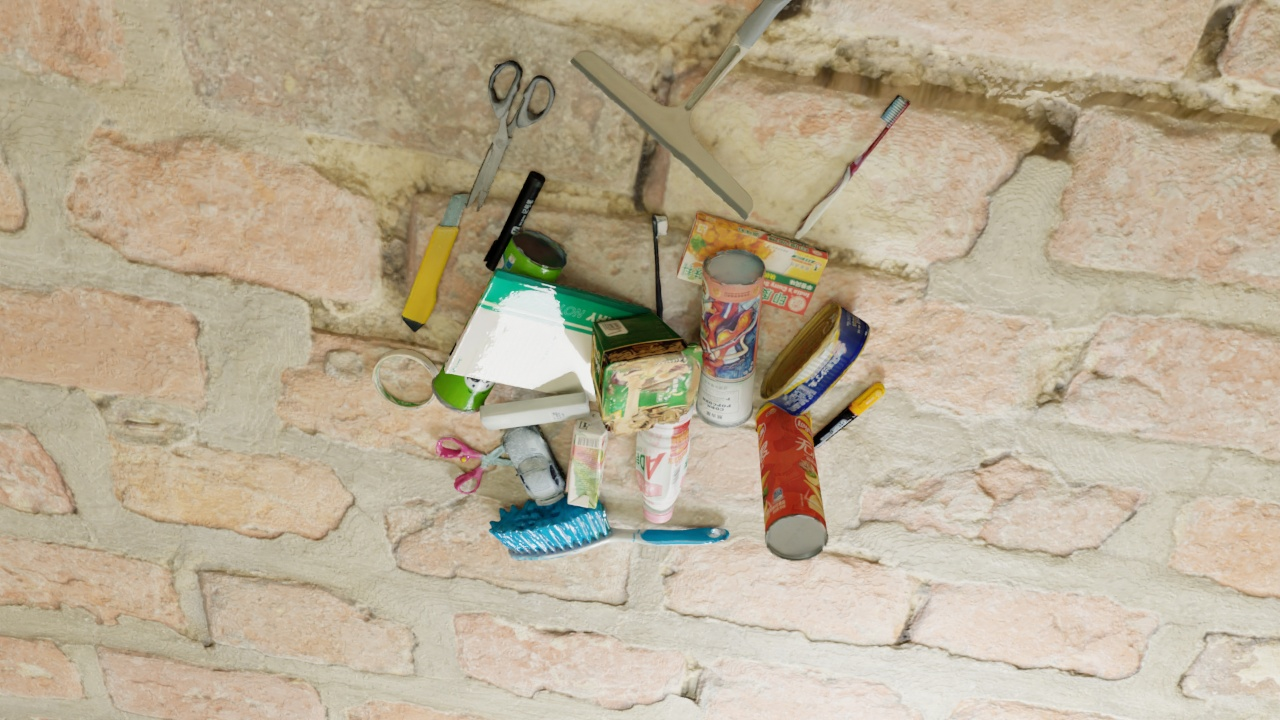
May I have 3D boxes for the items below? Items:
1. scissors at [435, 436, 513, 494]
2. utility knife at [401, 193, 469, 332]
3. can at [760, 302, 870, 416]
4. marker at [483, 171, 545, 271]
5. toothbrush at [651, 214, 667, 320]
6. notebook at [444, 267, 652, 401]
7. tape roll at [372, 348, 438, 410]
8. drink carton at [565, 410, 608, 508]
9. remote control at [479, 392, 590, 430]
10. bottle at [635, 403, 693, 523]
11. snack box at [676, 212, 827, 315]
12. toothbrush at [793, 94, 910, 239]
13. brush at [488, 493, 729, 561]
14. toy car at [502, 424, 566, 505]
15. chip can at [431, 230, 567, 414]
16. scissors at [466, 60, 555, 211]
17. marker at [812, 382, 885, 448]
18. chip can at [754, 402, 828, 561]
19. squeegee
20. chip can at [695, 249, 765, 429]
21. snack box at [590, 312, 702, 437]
[{"bbox_3d":[-0.211,0.141,1.238,0.133,0.017,0.124,9,118,-4],"label":"scissors"},{"bbox_3d":[-0.242,-0.116,1.088,0.033,0.015,0.197,21,119,-15],"label":"utility knife"},{"bbox_3d":[0.204,0.001,1.079,0.049,0.074,0.148,30,119,-15],"label":"can"},{"bbox_3d":[-0.145,-0.159,1.051,0.022,0.020,0.132,42,121,15],"label":"marker"},{"bbox_3d":[0.024,-0.086,1.079,0.018,0.015,0.181,-3,120,-3],"label":"toothbrush"},{"bbox_3d":[-0.106,-0.024,1.078,0.208,0.012,0.151,13,124,-34],"label":"notebook"},{"bbox_3d":[-0.300,0.025,1.178,0.086,0.013,0.086,2,121,4],"label":"tape roll"},{"bbox_3d":[-0.070,0.129,1.194,0.045,0.053,0.123,10,121,2],"label":"drink carton"},{"bbox_3d":[-0.131,0.063,1.140,0.135,0.019,0.056,-8,159,0],"label":"remote control"},{"bbox_3d":[0.027,0.125,1.178,0.068,0.068,0.197,5,125,2],"label":"bottle"},{"bbox_3d":[0.127,-0.110,1.047,0.156,0.027,0.077,16,123,-4],"label":"snack box"},{"bbox_3d":[0.223,-0.204,0.989,0.017,0.016,0.188,35,118,-6],"label":"toothbrush"},{"bbox_3d":[-0.042,0.229,1.256,0.315,0.060,0.109,-12,124,9],"label":"brush"},{"bbox_3d":[-0.140,0.137,1.213,0.054,0.036,0.121,-19,115,8],"label":"toy car"},{"bbox_3d":[-0.171,-0.043,1.092,0.072,0.072,0.237,28,119,-11],"label":"chip can"},{"bbox_3d":[-0.145,-0.237,1.004,0.141,0.014,0.174,-6,118,8],"label":"scissors"},{"bbox_3d":[0.258,0.071,1.149,0.018,0.015,0.124,38,119,-11],"label":"marker"},{"bbox_3d":[0.175,0.136,1.079,0.073,0.216,0.073,2,124,3],"label":"chip can"},{"bbox_3d":[0.097,-0.317,0.923,0.246,0.039,0.247,42,111,1],"label":"squeegee"},{"bbox_3d":[0.102,-0.022,1.056,0.071,0.071,0.215,3,131,4],"label":"chip can"},{"bbox_3d":[-0.006,0.006,1.068,0.118,0.105,0.118,-11,132,-19],"label":"snack box"}]
